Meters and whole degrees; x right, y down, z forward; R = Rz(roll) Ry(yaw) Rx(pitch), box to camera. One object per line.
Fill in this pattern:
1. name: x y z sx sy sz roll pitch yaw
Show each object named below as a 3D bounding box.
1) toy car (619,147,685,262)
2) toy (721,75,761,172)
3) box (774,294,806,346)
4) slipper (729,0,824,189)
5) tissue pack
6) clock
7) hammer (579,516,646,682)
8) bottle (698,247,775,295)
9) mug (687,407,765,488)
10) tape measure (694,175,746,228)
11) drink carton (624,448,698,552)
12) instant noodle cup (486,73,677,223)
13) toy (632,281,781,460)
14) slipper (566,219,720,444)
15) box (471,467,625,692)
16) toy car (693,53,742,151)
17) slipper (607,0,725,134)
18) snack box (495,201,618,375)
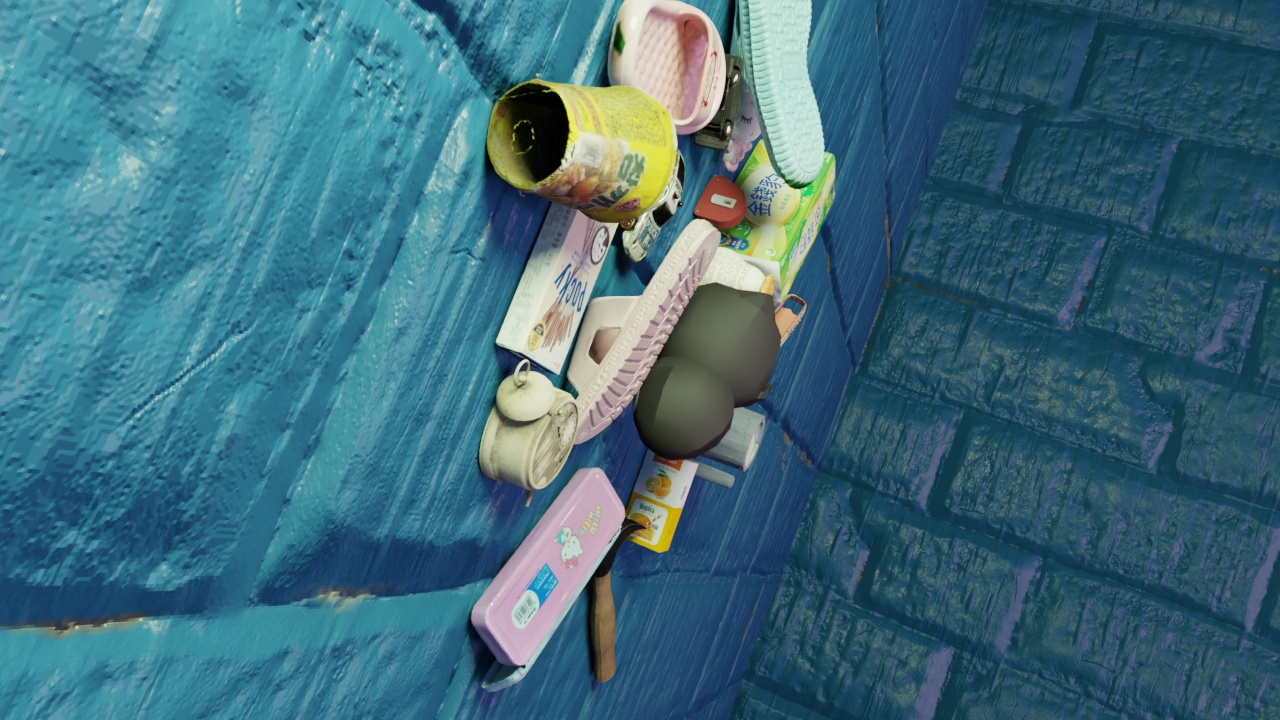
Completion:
1. toy car: 0.015 -0.144 0.851 0.112 0.040 0.048 -67 159 -10
2. toy: 0.112 -0.268 0.998 0.075 0.037 0.125 -8 108 -60
3. box: 0.164 -0.028 1.283 0.187 0.055 0.076 -52 124 -13
4. slipper: 0.130 -0.309 0.924 0.115 0.070 0.276 -21 105 -51
5. tissue pack: 0.164 -0.153 1.142 0.197 0.120 0.141 -54 153 -24
6. clock: -0.086 0.050 0.740 0.092 0.054 0.141 -56 159 -35
7. hammer: -0.044 0.306 1.134 0.132 0.040 0.306 -50 153 -39
8. bottle: 0.092 -0.091 1.005 0.062 0.109 0.063 -54 155 -40
9. mug: 0.095 0.106 1.210 0.123 0.104 0.084 -55 156 -39
10. tape measure: 0.093 -0.175 1.014 0.058 0.051 0.019 -63 159 -20
11. drink carton: 0.023 0.170 1.144 0.122 0.058 0.040 -70 161 -1
12. instant noodle cup: -0.042 -0.146 0.623 0.108 0.102 0.102 -9 117 -59
13. toy: 0.064 0.016 0.940 0.140 0.159 0.183 -34 -158 55
14. slipper: -0.013 -0.033 0.847 0.239 0.064 0.094 -57 164 0
15. box: -0.085 0.216 0.902 0.213 0.062 0.140 -52 156 -44
16. toy car: 0.077 -0.257 0.907 0.037 0.040 0.092 -42 144 -55
17. slipper: 0.031 -0.250 0.772 0.221 0.056 0.107 -14 119 -67
18. snack box: -0.063 -0.068 0.732 0.150 0.026 0.082 -69 161 -6
